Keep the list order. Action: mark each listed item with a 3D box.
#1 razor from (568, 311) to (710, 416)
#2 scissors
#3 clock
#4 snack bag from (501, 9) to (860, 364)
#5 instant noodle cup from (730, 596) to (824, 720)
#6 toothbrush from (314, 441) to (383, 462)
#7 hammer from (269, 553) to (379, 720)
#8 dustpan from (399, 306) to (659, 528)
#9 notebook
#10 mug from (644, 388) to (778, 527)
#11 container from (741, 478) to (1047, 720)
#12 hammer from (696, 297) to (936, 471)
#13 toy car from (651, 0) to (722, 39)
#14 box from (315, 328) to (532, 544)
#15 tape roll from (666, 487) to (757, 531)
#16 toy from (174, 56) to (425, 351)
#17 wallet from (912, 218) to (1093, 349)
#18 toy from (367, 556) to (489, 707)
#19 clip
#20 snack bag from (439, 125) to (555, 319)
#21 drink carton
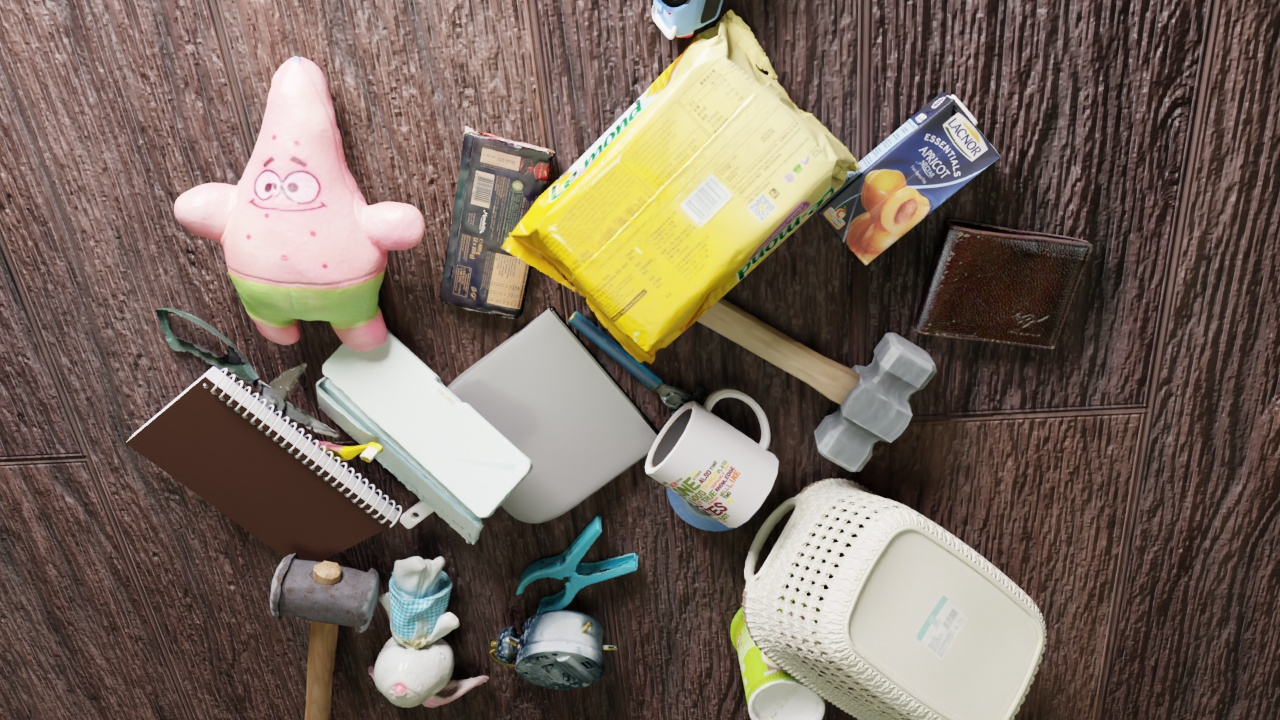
[{"bbox_3d":[-0.005,0.005,0.811,0.144,0.022,0.042,37,111,-12],"label":"razor"},{"bbox_3d":[-0.364,0.048,0.844,0.202,0.015,0.205,29,125,10],"label":"scissors"},{"bbox_3d":[-0.092,0.296,0.927,0.130,0.052,0.090,-18,134,18],"label":"clock"},{"bbox_3d":[0.031,-0.121,0.699,0.159,0.068,0.247,45,102,-8],"label":"snack bag"},{"bbox_3d":[0.138,0.299,0.892,0.099,0.107,0.099,2,114,3],"label":"instant noodle cup"},{"bbox_3d":[-0.267,0.082,0.828,0.136,0.016,0.021,-6,132,49],"label":"toothbrush"},{"bbox_3d":[-0.335,0.328,0.962,0.098,0.052,0.329,12,124,-6],"label":"hammer"},{"bbox_3d":[-0.128,0.085,0.856,0.258,0.033,0.163,-37,107,10],"label":"dustpan"},{"bbox_3d":[-0.347,0.107,0.848,0.172,0.022,0.209,-28,118,34],"label":"notebook"},{"bbox_3d":[0.069,0.078,0.798,0.089,0.073,0.105,34,85,-10],"label":"mug"},{"bbox_3d":[0.225,0.224,0.803,0.246,0.143,0.184,35,76,-13],"label":"container"},{"bbox_3d":[0.087,-0.027,0.777,0.323,0.051,0.117,29,111,-7],"label":"hammer"},{"bbox_3d":[0.041,-0.303,0.635,0.054,0.056,0.154,0,128,-19],"label":"toy car"},{"bbox_3d":[-0.197,0.067,0.815,0.197,0.075,0.126,42,137,5],"label":"box"},{"bbox_3d":[0.070,0.116,0.860,0.091,0.016,0.093,24,115,-7],"label":"tape roll"},{"bbox_3d":[-0.268,-0.119,0.736,0.192,0.096,0.237,2,107,-4],"label":"toy"},{"bbox_3d":[0.296,-0.060,0.754,0.120,0.031,0.099,8,119,-1],"label":"wallet"},{"bbox_3d":[-0.218,0.282,0.914,0.131,0.105,0.206,7,117,-2],"label":"toy"},{"bbox_3d":[-0.058,0.219,0.916,0.127,0.028,0.113,-26,109,14],"label":"clip"},{"bbox_3d":[-0.122,-0.110,0.767,0.074,0.018,0.155,14,116,-2],"label":"snack bag"},{"bbox_3d":[0.206,-0.141,0.716,0.130,0.040,0.064,-40,107,20],"label":"drink carton"}]
